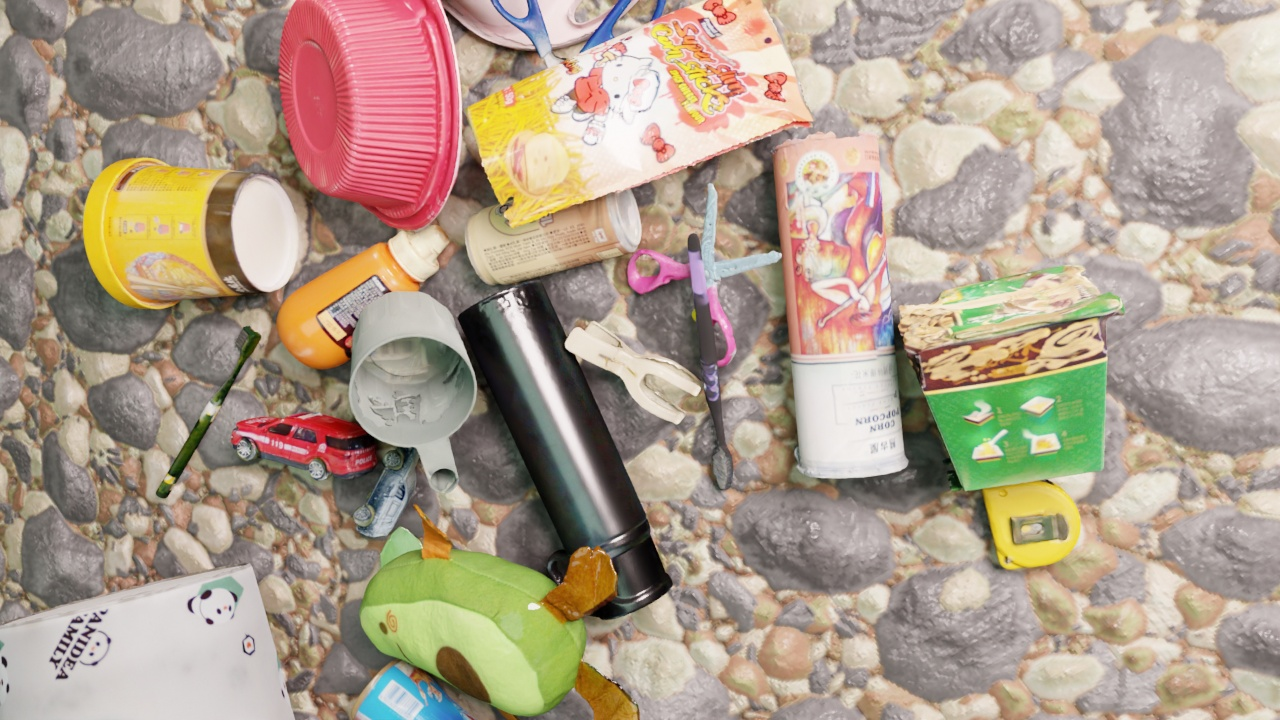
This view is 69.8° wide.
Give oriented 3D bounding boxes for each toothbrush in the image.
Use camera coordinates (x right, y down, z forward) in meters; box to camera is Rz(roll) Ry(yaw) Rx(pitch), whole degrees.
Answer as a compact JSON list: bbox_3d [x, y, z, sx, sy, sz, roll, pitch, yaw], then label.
[{"bbox_3d":[0.047,0.005,0.636,0.014,0.016,0.189,-1,108,24],"label":"toothbrush"},{"bbox_3d":[-0.378,0.047,0.797,0.017,0.012,0.186,40,106,16],"label":"toothbrush"}]

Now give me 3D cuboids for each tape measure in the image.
[{"bbox_3d":[0.253,0.105,0.594,0.057,0.028,0.060,-13,92,18],"label":"tape measure"}]

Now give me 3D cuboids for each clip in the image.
[{"bbox_3d":[-0.005,0.005,0.659,0.100,0.070,0.035,35,104,7],"label":"clip"}]

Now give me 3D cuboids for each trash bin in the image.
[{"bbox_3d":[-0.381,0.306,0.723,0.230,0.229,0.252,-15,85,18],"label":"trash bin"}]

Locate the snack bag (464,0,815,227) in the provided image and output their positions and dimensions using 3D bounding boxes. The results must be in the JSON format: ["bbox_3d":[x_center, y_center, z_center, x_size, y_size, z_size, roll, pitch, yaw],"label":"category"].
[{"bbox_3d":[-0.004,-0.166,0.601,0.208,0.073,0.128,-21,62,6],"label":"snack bag"}]

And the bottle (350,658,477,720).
[{"bbox_3d":[-0.126,0.323,0.719,0.219,0.065,0.065,34,104,10],"label":"bottle"}]

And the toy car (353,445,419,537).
[{"bbox_3d":[-0.197,0.099,0.730,0.034,0.043,0.091,28,104,-3],"label":"toy car"}]

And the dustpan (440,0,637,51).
[{"bbox_3d":[-0.104,-0.359,0.671,0.223,0.138,0.273,-45,54,18],"label":"dustpan"}]

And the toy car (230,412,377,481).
[{"bbox_3d":[-0.272,0.065,0.746,0.120,0.052,0.045,9,97,14],"label":"toy car"}]

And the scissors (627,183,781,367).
[{"bbox_3d":[0.039,-0.059,0.633,0.134,0.017,0.133,22,126,32],"label":"scissors"}]

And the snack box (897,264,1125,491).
[{"bbox_3d":[0.227,0.012,0.558,0.118,0.118,0.105,-12,104,18],"label":"snack box"}]

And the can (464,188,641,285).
[{"bbox_3d":[-0.062,-0.093,0.658,0.116,0.058,0.058,-12,92,18],"label":"can"}]

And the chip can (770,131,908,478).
[{"bbox_3d":[0.129,-0.035,0.598,0.071,0.071,0.215,-5,93,18],"label":"chip can"}]

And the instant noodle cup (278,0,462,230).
[{"bbox_3d":[-0.198,-0.183,0.640,0.194,0.065,0.194,21,118,46],"label":"instant noodle cup"}]

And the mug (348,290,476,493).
[{"bbox_3d":[-0.162,0.020,0.666,0.083,0.103,0.124,-16,117,-10],"label":"mug"}]

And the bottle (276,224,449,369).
[{"bbox_3d":[-0.209,-0.055,0.710,0.150,0.066,0.066,-35,85,10],"label":"bottle"}]

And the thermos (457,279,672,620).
[{"bbox_3d":[-0.063,0.069,0.670,0.090,0.068,0.242,-24,88,22],"label":"thermos"}]

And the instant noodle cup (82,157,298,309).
[{"bbox_3d":[-0.344,-0.100,0.721,0.114,0.118,0.118,0,96,10],"label":"instant noodle cup"}]

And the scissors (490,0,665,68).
[{"bbox_3d":[-0.054,-0.212,0.636,0.176,0.012,0.162,-39,116,6],"label":"scissors"}]

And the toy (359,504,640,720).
[{"bbox_3d":[-0.114,0.197,0.674,0.247,0.089,0.227,0,115,34],"label":"toy"}]
